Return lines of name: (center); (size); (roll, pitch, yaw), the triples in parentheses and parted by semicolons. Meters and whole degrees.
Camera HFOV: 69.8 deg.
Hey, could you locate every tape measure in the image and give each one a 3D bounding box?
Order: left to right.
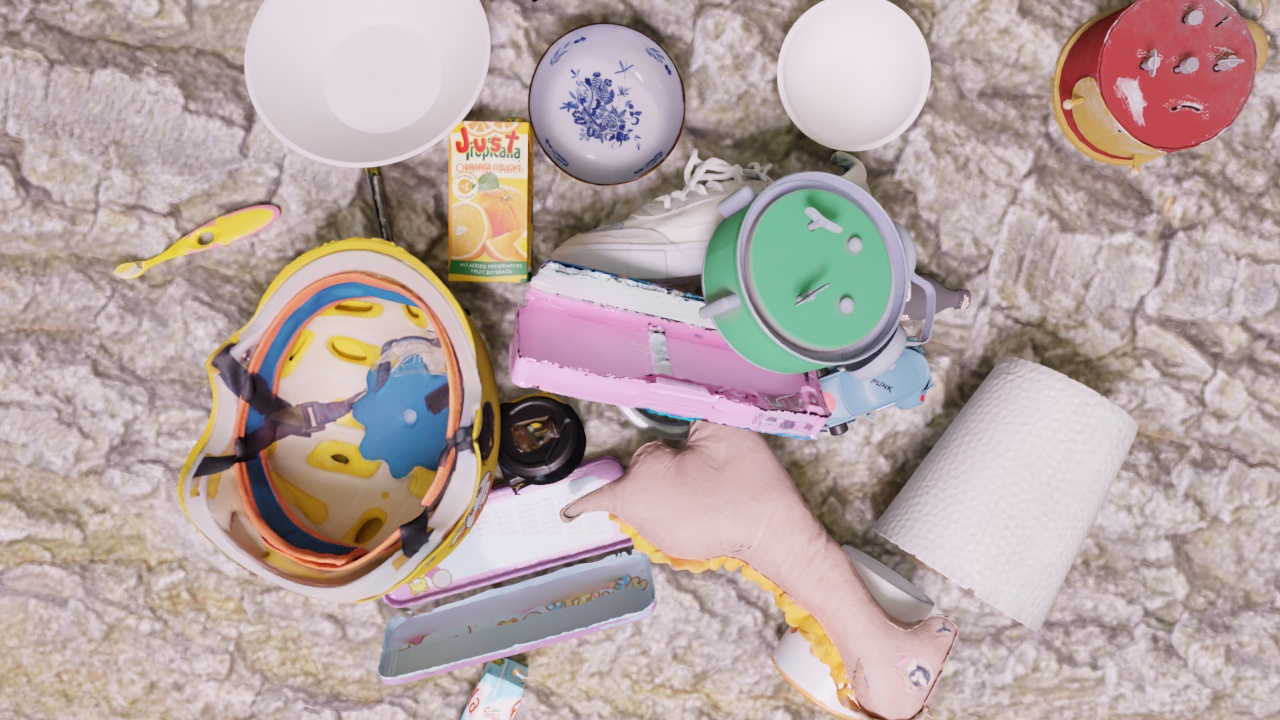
tape measure: (-0.079, 0.059, 0.696); (0.072, 0.042, 0.071); (-25, 64, -3)

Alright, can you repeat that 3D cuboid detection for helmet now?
helmet: (-0.188, 0.045, 0.656); (0.209, 0.139, 0.240); (15, 84, 14)

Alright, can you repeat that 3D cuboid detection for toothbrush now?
toothbrush: (-0.339, -0.090, 0.700); (0.135, 0.016, 0.021); (-21, 91, 2)

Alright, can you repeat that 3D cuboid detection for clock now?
clock: (0.124, -0.050, 0.592); (0.161, 0.075, 0.121); (15, 77, -19)
clock: (0.382, -0.216, 0.656); (0.117, 0.081, 0.159); (43, 94, -4)

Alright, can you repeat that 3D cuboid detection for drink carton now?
drink carton: (-0.129, 0.298, 0.730); (0.038, 0.044, 0.129); (24, 96, -3)
drink carton: (-0.111, -0.120, 0.686); (0.058, 0.041, 0.122); (1, 96, 0)

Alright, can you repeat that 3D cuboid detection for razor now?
razor: (-0.200, -0.125, 0.696); (0.042, 0.026, 0.106); (-10, 100, -1)

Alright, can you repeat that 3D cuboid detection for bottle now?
bottle: (0.194, -0.049, 0.696); (0.110, 0.036, 0.036); (3, 96, -1)

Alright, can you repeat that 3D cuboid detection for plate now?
plate: (-0.192, -0.214, 0.663); (0.174, 0.036, 0.173); (0, 78, 2)

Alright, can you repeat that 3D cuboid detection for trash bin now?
trash bin: (0.270, 0.092, 0.671); (0.133, 0.133, 0.161); (32, 90, -4)

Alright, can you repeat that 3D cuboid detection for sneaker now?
sneaker: (0.053, -0.105, 0.670); (0.242, 0.089, 0.091); (-7, 92, -6)

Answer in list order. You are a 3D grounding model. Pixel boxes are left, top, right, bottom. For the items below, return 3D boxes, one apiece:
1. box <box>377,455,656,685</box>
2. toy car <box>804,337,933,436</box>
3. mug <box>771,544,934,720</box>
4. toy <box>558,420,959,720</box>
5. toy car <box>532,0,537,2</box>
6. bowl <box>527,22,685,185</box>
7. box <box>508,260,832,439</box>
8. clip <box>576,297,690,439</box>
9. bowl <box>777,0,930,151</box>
box: (-0.101, 0.163, 0.707); (0.214, 0.062, 0.140); (-15, 61, 1)
toy car: (0.174, 0.021, 0.709); (0.108, 0.027, 0.060); (-21, 96, 2)
mug: (0.161, 0.207, 0.702); (0.082, 0.082, 0.105); (30, 94, -3)
toy: (0.086, 0.158, 0.651); (0.196, 0.065, 0.264); (-33, 76, -3)
toy car: (-0.086, -0.314, 0.660); (0.051, 0.048, 0.100); (-36, 95, 3)
bowl: (-0.024, -0.184, 0.677); (0.114, 0.045, 0.114); (0, 96, 0)
box: (0.031, -0.018, 0.639); (0.230, 0.084, 0.091); (12, 130, -15)
clip: (-0.004, 0.003, 0.707); (0.162, 0.027, 0.090); (21, 95, -4)
bowl: (0.152, -0.207, 0.677); (0.110, 0.040, 0.110); (0, 95, -1)
